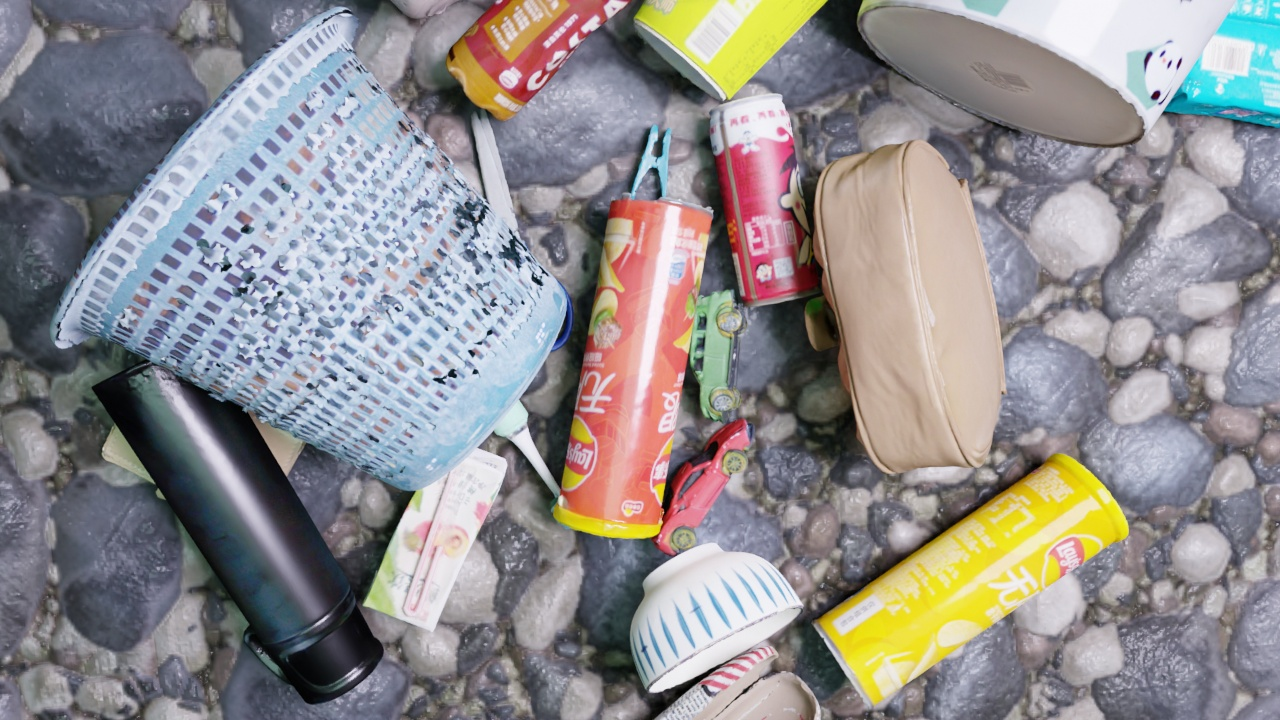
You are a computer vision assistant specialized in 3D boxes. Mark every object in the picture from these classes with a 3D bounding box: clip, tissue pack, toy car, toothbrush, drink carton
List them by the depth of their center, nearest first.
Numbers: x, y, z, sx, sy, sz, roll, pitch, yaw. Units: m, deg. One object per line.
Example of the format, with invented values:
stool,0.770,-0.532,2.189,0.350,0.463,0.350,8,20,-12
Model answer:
drink carton,-0.138,0.117,0.621,0.053,0.045,0.122,24,94,-7
toy car,0.053,-0.003,0.624,0.036,0.043,0.091,1,87,11
toothbrush,-0.104,0.019,0.624,0.027,0.027,0.224,-27,99,40
clip,0.009,-0.132,0.625,0.039,0.014,0.056,9,94,-5
tissue pack,0.417,-0.212,0.626,0.133,0.050,0.093,7,93,-5
toy car,0.041,0.084,0.629,0.031,0.049,0.106,35,93,-8

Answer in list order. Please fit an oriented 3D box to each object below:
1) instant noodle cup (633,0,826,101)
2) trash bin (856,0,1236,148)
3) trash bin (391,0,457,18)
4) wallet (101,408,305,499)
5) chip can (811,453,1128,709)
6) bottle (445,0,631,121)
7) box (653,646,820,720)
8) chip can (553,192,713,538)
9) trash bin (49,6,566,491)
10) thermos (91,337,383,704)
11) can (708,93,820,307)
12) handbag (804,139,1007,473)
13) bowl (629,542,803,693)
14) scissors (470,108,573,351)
instant noodle cup,0.061,-0.236,0.578,0.111,0.111,0.123,39,100,-6
trash bin,0.266,-0.279,0.534,0.229,0.229,0.252,26,99,-6
trash bin,-0.128,-0.315,0.513,0.227,0.227,0.192,-36,109,0
wallet,-0.294,0.059,0.617,0.115,0.024,0.087,28,96,-8
chip can,0.225,0.152,0.635,0.213,0.072,0.072,-34,96,-1
bottle,-0.043,-0.227,0.566,0.175,0.057,0.057,-39,97,19
box,0.039,0.261,0.632,0.163,0.076,0.088,-41,121,3
chip can,-0.004,0.004,0.602,0.073,0.073,0.216,10,90,-5
trash bin,-0.159,-0.039,0.510,0.195,0.226,0.226,41,91,-18
thermos,-0.259,0.109,0.587,0.090,0.068,0.242,-20,105,18
can,0.082,-0.105,0.612,0.053,0.053,0.133,-12,96,-3
handbag,0.170,-0.034,0.590,0.100,0.147,0.204,-8,97,36
bowl,0.042,0.164,0.612,0.116,0.116,0.066,-28,65,-1
scissors,-0.101,-0.083,0.623,0.108,0.012,0.175,-37,95,0
